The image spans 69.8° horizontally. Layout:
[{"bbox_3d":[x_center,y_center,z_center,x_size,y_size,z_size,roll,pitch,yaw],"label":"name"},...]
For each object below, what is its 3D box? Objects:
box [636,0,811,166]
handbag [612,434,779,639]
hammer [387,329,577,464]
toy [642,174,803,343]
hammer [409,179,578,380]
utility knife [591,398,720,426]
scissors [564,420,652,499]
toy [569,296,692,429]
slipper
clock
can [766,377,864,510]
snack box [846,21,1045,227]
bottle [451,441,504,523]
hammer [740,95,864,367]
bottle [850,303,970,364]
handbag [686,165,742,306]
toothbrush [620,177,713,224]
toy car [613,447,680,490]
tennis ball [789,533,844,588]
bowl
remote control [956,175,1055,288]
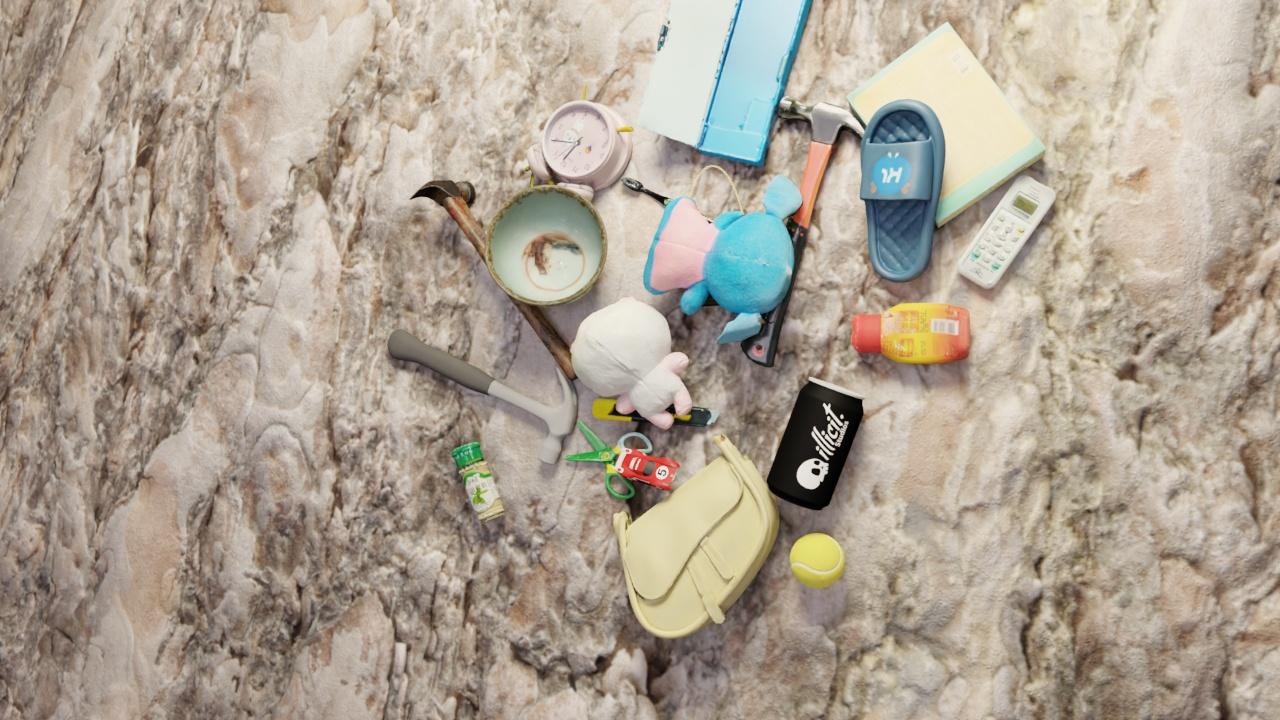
[{"bbox_3d":[0.108,-0.386,1.165,0.175,0.060,0.243,16,94,1],"label":"box"},{"bbox_3d":[0.072,0.227,1.147,0.233,0.088,0.191,-40,74,13],"label":"handbag"},{"bbox_3d":[-0.224,0.025,1.281,0.311,0.029,0.125,24,97,18],"label":"hammer"},{"bbox_3d":[0.101,-0.135,1.117,0.191,0.099,0.224,20,89,24],"label":"toy"},{"bbox_3d":[-0.184,-0.108,1.238,0.033,0.119,0.330,-40,84,27],"label":"hammer"},{"bbox_3d":[0.020,0.068,1.203,0.175,0.020,0.029,3,91,17],"label":"utility knife"},{"bbox_3d":[-0.039,0.123,1.224,0.123,0.011,0.127,-42,78,12],"label":"scissors"},{"bbox_3d":[-0.007,0.007,1.174,0.139,0.101,0.179,-42,85,16],"label":"toy"},{"bbox_3d":[0.294,-0.193,1.065,0.104,0.059,0.214,17,119,43],"label":"slipper"},{"bbox_3d":[-0.087,-0.275,1.226,0.117,0.058,0.158,44,102,15],"label":"clock"},{"bbox_3d":[0.211,0.100,1.105,0.080,0.080,0.146,21,95,18],"label":"can"},{"bbox_3d":[0.357,-0.278,1.085,0.142,0.044,0.193,-35,78,16],"label":"snack box"},{"bbox_3d":[-0.224,0.169,1.270,0.043,0.042,0.110,-24,83,16],"label":"bottle"},{"bbox_3d":[0.193,-0.155,1.147,0.133,0.033,0.333,19,96,17],"label":"hammer"},{"bbox_3d":[0.319,-0.032,1.089,0.134,0.048,0.071,1,89,18],"label":"bottle"},{"bbox_3d":[0.094,-0.160,1.178,0.084,0.027,0.178,-3,88,15],"label":"handbag"},{"bbox_3d":[0.053,-0.199,1.200,0.188,0.017,0.014,29,103,16],"label":"toothbrush"},{"bbox_3d":[0.008,0.138,1.172,0.090,0.025,0.038,9,71,46],"label":"toy car"},{"bbox_3d":[0.214,0.242,1.109,0.065,0.065,0.065,-1,88,18],"label":"tennis ball"},{"bbox_3d":[-0.118,-0.138,1.206,0.160,0.094,0.159,-1,79,3],"label":"bowl"},{"bbox_3d":[0.426,-0.149,1.071,0.050,0.022,0.133,36,99,16],"label":"remote control"}]
